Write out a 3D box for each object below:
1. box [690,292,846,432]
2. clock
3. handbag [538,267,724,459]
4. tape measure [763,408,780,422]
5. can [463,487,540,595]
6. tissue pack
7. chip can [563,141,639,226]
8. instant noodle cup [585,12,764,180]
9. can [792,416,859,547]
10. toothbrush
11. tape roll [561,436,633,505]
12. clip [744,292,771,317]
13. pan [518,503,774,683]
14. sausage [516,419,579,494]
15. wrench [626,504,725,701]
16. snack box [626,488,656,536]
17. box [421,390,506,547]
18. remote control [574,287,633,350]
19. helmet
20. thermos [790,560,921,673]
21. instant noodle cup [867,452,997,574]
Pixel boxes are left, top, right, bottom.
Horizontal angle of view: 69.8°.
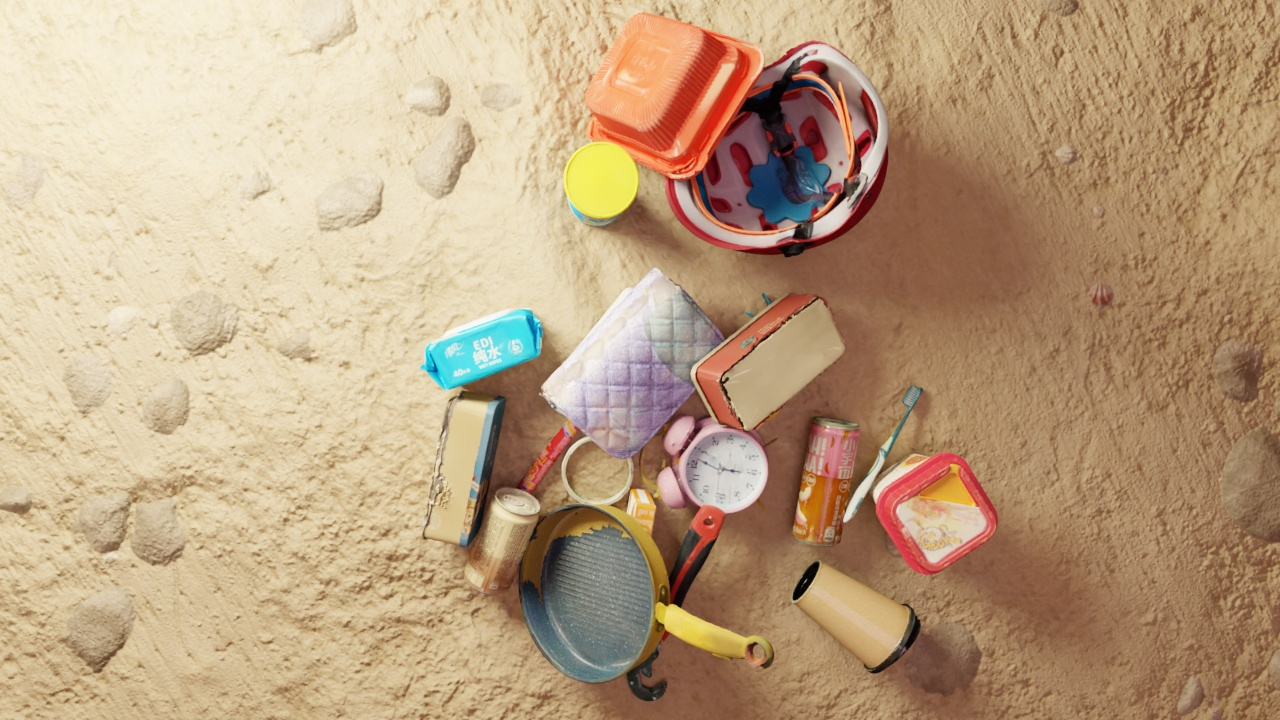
[{"bbox_3d":[0.151,0.003,1.028,0.168,0.076,0.091,-38,114,-19],"label":"box"},{"bbox_3d":[0.077,0.122,1.077,0.158,0.060,0.117,7,95,-2],"label":"clock"},{"bbox_3d":[-0.006,0.006,1.035,0.194,0.075,0.134,-46,126,-4],"label":"handbag"},{"bbox_3d":[0.137,0.046,1.085,0.060,0.029,0.057,36,71,-5],"label":"tape measure"},{"bbox_3d":[-0.160,0.209,1.059,0.058,0.058,0.116,21,108,-6],"label":"can"},{"bbox_3d":[-0.175,-0.016,1.031,0.140,0.090,0.063,-20,96,-2],"label":"tissue pack"},{"bbox_3d":[-0.044,-0.179,0.962,0.071,0.210,0.071,0,96,-4],"label":"chip can"},{"bbox_3d":[0.022,-0.291,0.975,0.189,0.079,0.164,32,94,38],"label":"instant noodle cup"},{"bbox_3d":[0.220,0.143,1.089,0.058,0.058,0.147,8,95,-5],"label":"can"},{"bbox_3d":[0.286,0.109,1.089,0.018,0.016,0.191,32,77,3],"label":"toothbrush"},{"bbox_3d":[-0.051,0.132,1.093,0.086,0.014,0.086,0,96,-4],"label":"tape roll"},{"bbox_3d":[0.153,-0.050,1.087,0.054,0.013,0.033,44,92,-5],"label":"clip"},{"bbox_3d":[-0.002,0.263,0.974,0.358,0.078,0.197,4,91,37],"label":"pan"},{"bbox_3d":[-0.114,0.121,1.085,0.020,0.020,0.156,36,92,-6],"label":"sausage"},{"bbox_3d":[0.039,0.289,1.086,0.056,0.016,0.274,18,107,0],"label":"wrench"},{"bbox_3d":[-0.009,0.233,1.075,0.026,0.075,0.154,8,95,-6],"label":"snack box"},{"bbox_3d":[-0.199,0.115,1.044,0.060,0.089,0.184,14,98,-1],"label":"box"},{"bbox_3d":[-0.034,-0.026,1.073,0.049,0.024,0.125,39,93,-6],"label":"remote control"},{"bbox_3d":[0.158,-0.206,1.005,0.240,0.144,0.206,-25,73,16],"label":"helmet"},{"bbox_3d":[0.256,0.304,1.097,0.143,0.093,0.093,35,93,2],"label":"thermos"},{"bbox_3d":[0.328,0.167,1.065,0.116,0.124,0.116,-33,97,-1],"label":"instant noodle cup"}]
